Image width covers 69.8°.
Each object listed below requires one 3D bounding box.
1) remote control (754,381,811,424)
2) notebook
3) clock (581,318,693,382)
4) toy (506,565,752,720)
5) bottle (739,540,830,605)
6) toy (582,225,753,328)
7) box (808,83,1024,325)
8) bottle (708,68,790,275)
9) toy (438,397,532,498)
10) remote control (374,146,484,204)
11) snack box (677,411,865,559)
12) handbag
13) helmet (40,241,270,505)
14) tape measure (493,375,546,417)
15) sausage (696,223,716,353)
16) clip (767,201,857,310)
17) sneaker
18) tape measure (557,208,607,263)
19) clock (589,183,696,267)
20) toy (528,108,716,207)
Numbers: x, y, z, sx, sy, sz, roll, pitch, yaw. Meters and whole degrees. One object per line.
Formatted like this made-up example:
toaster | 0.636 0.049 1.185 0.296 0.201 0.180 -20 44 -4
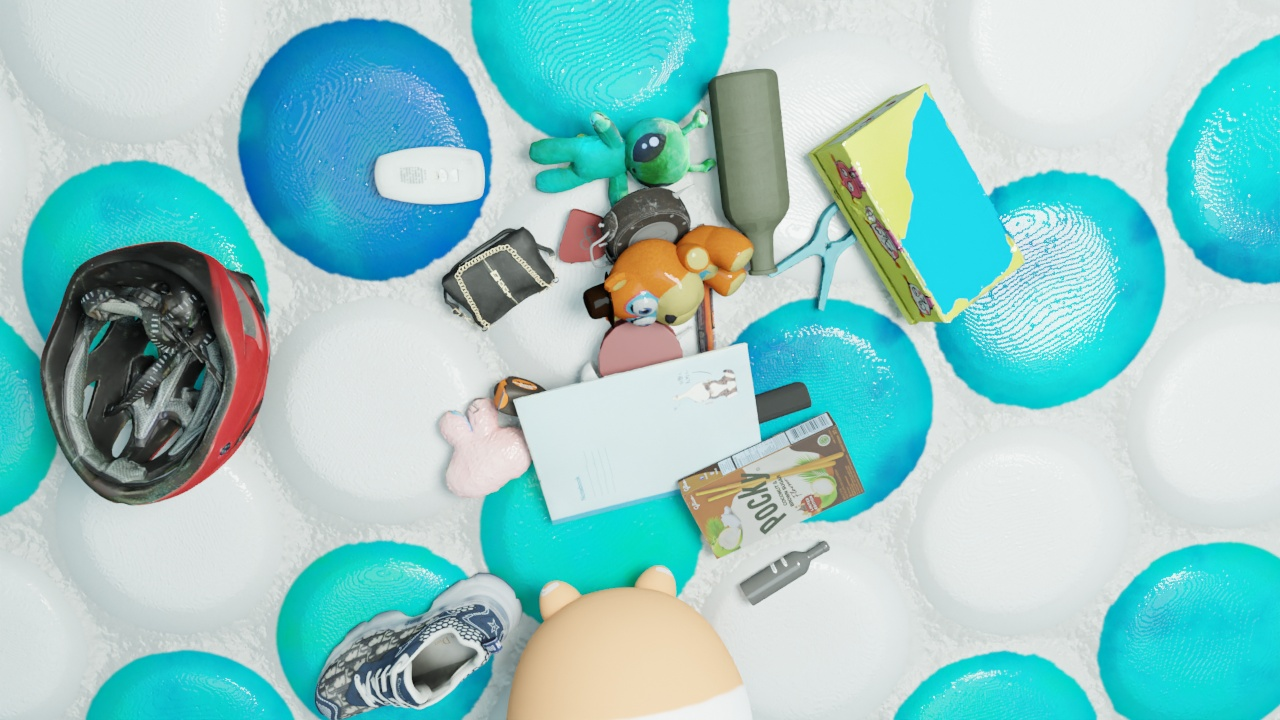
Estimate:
remote control | 0.121 0.061 1.041 0.147 0.015 0.033 -19 102 3
notebook | 0.006 0.085 1.010 0.253 0.009 0.181 -14 123 -1
clock | -0.006 0.006 1.011 0.096 0.048 0.138 30 100 -7
toy | -0.017 0.373 0.995 0.262 0.266 0.280 -5 74 -15
bottle | 0.172 0.245 1.076 0.113 0.030 0.030 -34 101 6
toy | 0.027 -0.084 0.941 0.176 0.112 0.096 -9 71 -3
box | 0.288 -0.157 0.953 0.124 0.080 0.221 -38 103 -9
bottle | 0.117 -0.193 0.957 0.071 0.071 0.207 -8 103 1
toy | -0.178 0.096 1.030 0.108 0.053 0.105 -26 91 5
remote control | -0.223 -0.196 0.973 0.114 0.028 0.060 -3 103 0
snack box | 0.148 0.143 1.039 0.186 0.031 0.101 -25 116 5
handbag | -0.150 -0.088 0.993 0.128 0.054 0.079 -32 112 3
helmet | -0.489 0.014 0.944 0.217 0.166 0.272 22 96 9
tape measure | -0.134 0.044 1.012 0.058 0.059 0.038 14 103 -26
sausage | 0.070 -0.073 1.009 0.020 0.020 0.155 -4 103 0
clip | 0.191 -0.127 0.997 0.103 0.027 0.120 34 100 -10
sneaker | -0.263 0.349 1.041 0.269 0.132 0.103 -28 103 6
tape measure | -0.059 -0.130 0.995 0.051 0.019 0.059 17 108 -7
clock | 0.000 -0.141 0.961 0.122 0.091 0.043 -19 61 -6
toy | -0.018 -0.215 0.955 0.193 0.072 0.131 -5 141 3
